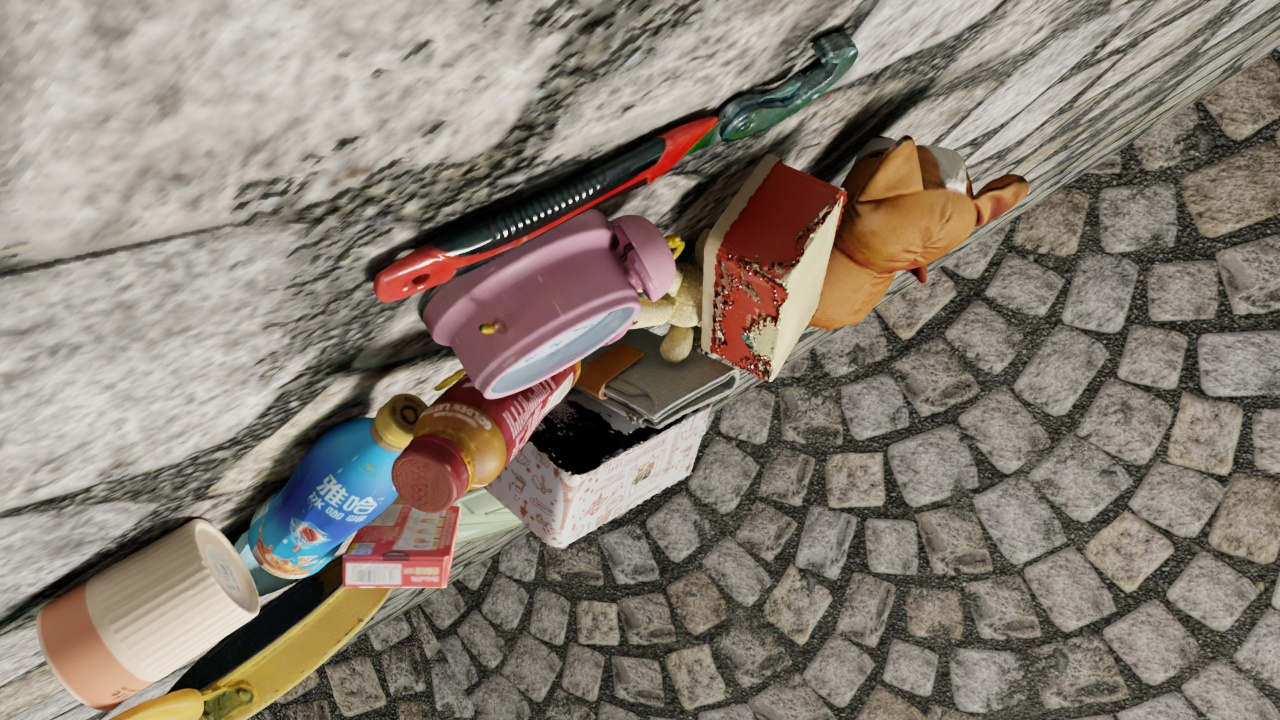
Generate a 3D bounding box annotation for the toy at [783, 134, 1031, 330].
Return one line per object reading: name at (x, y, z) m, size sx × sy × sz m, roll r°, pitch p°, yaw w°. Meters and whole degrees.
toy at (0.183, -0.107, 0.711) m, size 0.140 × 0.130 × 0.200 m, roll 3°, pitch 163°, yaw -21°

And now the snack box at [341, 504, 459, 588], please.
snack box at (-0.185, 0.144, 0.725) m, size 0.075 × 0.025 × 0.153 m, roll 3°, pitch -175°, yaw -9°

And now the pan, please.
pan at (-0.314, 0.232, 0.685) m, size 0.198 × 0.078 × 0.356 m, roll -33°, pitch -172°, yaw 12°

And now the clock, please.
clock at (-0.042, -0.035, 0.518) m, size 0.158 × 0.060 × 0.117 m, roll -28°, pitch 172°, yaw -32°

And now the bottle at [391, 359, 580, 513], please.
bottle at (-0.091, 0.031, 0.566) m, size 0.058 × 0.057 × 0.174 m, roll -36°, pitch -171°, yaw 28°

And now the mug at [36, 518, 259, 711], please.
mug at (-0.327, 0.163, 0.623) m, size 0.105 × 0.082 × 0.114 m, roll -32°, pitch -161°, yaw -10°

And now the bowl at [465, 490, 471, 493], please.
bowl at (-0.180, 0.149, 1.079) m, size 0.118 × 0.064 × 0.118 m, roll -30°, pitch 171°, yaw -5°

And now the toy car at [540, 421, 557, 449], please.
toy car at (-0.113, 0.081, 1.004) m, size 0.105 × 0.048 × 0.032 m, roll -28°, pitch 138°, yaw -15°

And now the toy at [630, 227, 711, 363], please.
toy at (0.022, -0.051, 0.685) m, size 0.157 × 0.066 × 0.105 m, roll -8°, pitch 113°, yaw -61°

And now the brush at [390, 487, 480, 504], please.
brush at (-0.174, 0.138, 0.977) m, size 0.083 × 0.046 × 0.254 m, roll -38°, pitch 157°, yaw 24°

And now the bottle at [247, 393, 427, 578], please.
bottle at (-0.202, 0.084, 0.622) m, size 0.065 × 0.065 × 0.219 m, roll -22°, pitch 167°, yaw -49°

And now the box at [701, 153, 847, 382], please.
box at (0.095, -0.052, 0.640) m, size 0.091 × 0.076 × 0.168 m, roll -55°, pitch 163°, yaw -19°

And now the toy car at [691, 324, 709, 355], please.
toy car at (0.014, 0.016, 1.035) m, size 0.158 × 0.042 × 0.070 m, roll -35°, pitch -159°, yaw 16°

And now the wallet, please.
wallet at (-0.004, 0.004, 0.726) m, size 0.106 × 0.130 × 0.037 m, roll -22°, pitch 126°, yaw -42°

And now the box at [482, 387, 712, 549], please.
box at (-0.088, 0.058, 0.790) m, size 0.271 × 0.134 × 0.178 m, roll 2°, pitch -162°, yaw 42°

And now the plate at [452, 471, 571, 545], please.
plate at (-0.134, 0.151, 0.944) m, size 0.230 × 0.027 × 0.230 m, roll -19°, pitch 166°, yaw -5°

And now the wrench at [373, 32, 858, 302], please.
wrench at (-0.005, -0.094, 0.451) m, size 0.273 × 0.016 × 0.056 m, roll -30°, pitch 169°, yaw -15°

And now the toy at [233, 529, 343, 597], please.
toy at (-0.300, 0.162, 0.771) m, size 0.157 × 0.050 × 0.161 m, roll -43°, pitch 171°, yaw 36°

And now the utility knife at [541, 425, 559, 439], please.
utility knife at (-0.126, 0.084, 0.958) m, size 0.205 × 0.021 × 0.031 m, roll -15°, pitch 167°, yaw 24°
